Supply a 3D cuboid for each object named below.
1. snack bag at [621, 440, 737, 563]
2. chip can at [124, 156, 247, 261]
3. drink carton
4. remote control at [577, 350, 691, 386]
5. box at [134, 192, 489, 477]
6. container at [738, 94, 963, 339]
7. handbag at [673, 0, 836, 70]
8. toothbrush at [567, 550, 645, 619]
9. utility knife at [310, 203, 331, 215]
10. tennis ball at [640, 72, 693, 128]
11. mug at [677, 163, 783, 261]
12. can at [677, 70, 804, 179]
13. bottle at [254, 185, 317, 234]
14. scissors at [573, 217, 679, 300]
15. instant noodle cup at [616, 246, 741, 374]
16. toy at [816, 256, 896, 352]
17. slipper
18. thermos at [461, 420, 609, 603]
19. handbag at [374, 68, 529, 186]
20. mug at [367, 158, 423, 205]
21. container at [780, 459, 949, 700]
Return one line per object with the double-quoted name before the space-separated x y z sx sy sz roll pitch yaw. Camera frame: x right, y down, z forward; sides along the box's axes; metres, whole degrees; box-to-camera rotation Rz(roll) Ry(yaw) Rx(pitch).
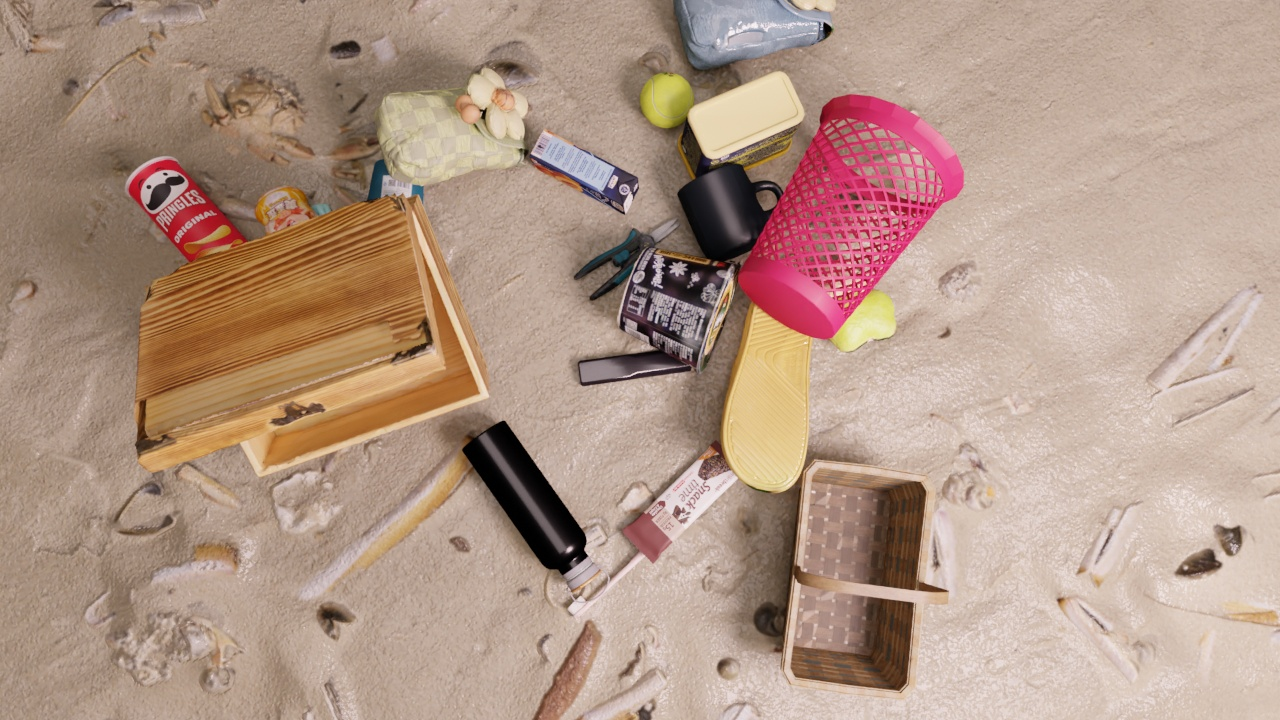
"snack bag" 0.053 0.166 1.087 0.157 0.013 0.057 -42 67 -8
"chip can" -0.505 -0.137 1.082 0.069 0.069 0.220 -42 87 -5
"drink carton" -0.065 -0.226 1.106 0.130 0.064 0.040 27 90 1
"remote control" -0.007 0.006 1.110 0.136 0.015 0.032 -8 85 -2
"box" -0.327 -0.020 0.912 0.279 0.315 0.282 -19 110 -1
"container" 0.224 -0.150 1.037 0.183 0.183 0.225 35 80 2
"handbag" 0.140 -0.432 1.105 0.192 0.119 0.121 -12 85 -8
"toothbrush" -0.014 0.240 1.089 0.181 0.016 0.018 -41 81 -4
"utility knife" -0.356 -0.111 1.111 0.022 0.016 0.179 -24 84 -3
"tennis ball" 0.032 -0.317 1.117 0.065 0.065 0.065 0 84 -2
"mug" 0.117 -0.180 1.099 0.121 0.085 0.094 -22 86 -11
"can" 0.119 -0.276 1.096 0.135 0.104 0.075 -24 86 -4
"bottle" -0.408 -0.151 1.090 0.063 0.063 0.108 -32 86 -4
"scissors" -0.019 -0.131 1.122 0.140 0.019 0.128 7 84 -3
"instant noodle cup" 0.042 -0.067 1.066 0.112 0.137 0.137 20 84 9
"toy" 0.255 -0.070 1.111 0.092 0.046 0.115 -22 79 -5
"slipper" 0.151 0.032 1.086 0.099 0.078 0.262 12 67 0
"thermos" -0.117 0.181 1.068 0.061 0.061 0.231 -36 87 -5
"handbag" -0.209 -0.273 1.064 0.186 0.117 0.113 -23 88 -38
"mug" -0.293 -0.173 1.092 0.078 0.078 0.121 3 80 -2
"container" 0.239 0.240 1.010 0.157 0.186 0.249 8 84 -1
